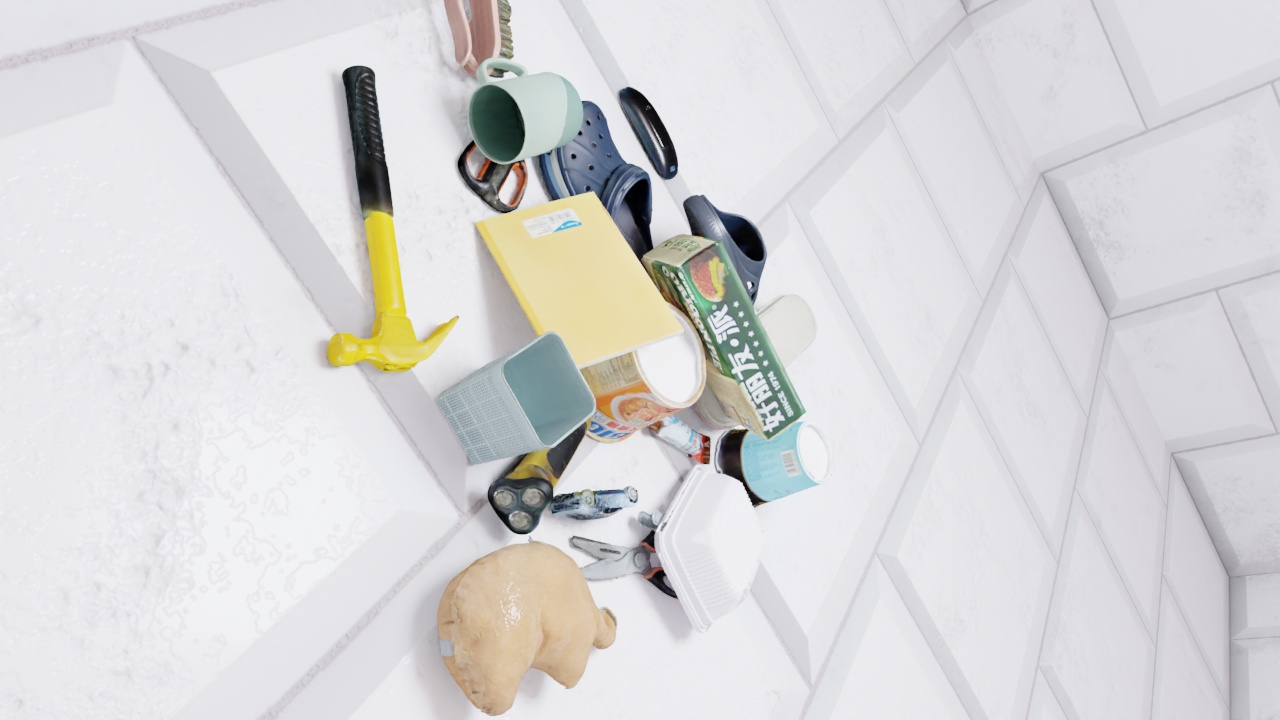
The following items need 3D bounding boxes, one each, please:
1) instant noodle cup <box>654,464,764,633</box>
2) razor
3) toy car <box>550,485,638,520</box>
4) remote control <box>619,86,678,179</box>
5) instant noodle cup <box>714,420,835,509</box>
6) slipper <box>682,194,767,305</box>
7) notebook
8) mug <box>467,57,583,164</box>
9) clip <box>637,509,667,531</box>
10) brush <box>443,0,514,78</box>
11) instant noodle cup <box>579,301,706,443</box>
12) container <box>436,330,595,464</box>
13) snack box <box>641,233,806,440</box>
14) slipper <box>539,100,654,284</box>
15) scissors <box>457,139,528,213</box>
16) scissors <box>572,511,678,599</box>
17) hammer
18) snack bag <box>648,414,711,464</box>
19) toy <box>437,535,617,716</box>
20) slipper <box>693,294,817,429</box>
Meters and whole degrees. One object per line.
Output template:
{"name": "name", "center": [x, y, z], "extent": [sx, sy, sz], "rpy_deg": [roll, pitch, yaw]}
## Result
{"name": "instant noodle cup", "center": [0.089, 0.207, 1.047], "extent": [0.138, 0.060, 0.173], "rpy_deg": [65, 27, -15]}
{"name": "razor", "center": [-0.092, 0.101, 0.918], "extent": [0.062, 0.068, 0.167], "rpy_deg": [57, 35, -16]}
{"name": "toy car", "center": [-0.046, 0.150, 0.956], "extent": [0.105, 0.049, 0.031], "rpy_deg": [3, 76, -48]}
{"name": "remote control", "center": [0.017, -0.310, 1.239], "extent": [0.053, 0.024, 0.136], "rpy_deg": [-42, 106, -47]}
{"name": "instant noodle cup", "center": [0.175, 0.126, 1.160], "extent": [0.111, 0.121, 0.111], "rpy_deg": [22, 59, -42]}
{"name": "slipper", "center": [0.120, -0.134, 1.147], "extent": [0.110, 0.083, 0.268], "rpy_deg": [62, 3, 21]}
{"name": "notebook", "center": [-0.065, -0.087, 0.956], "extent": [0.145, 0.010, 0.206], "rpy_deg": [-20, 63, -25]}
{"name": "mug", "center": [-0.127, -0.276, 0.988], "extent": [0.106, 0.082, 0.112], "rpy_deg": [-33, 93, -47]}
{"name": "clip", "center": [0.020, 0.183, 1.022], "extent": [0.057, 0.028, 0.024], "rpy_deg": [34, 50, -40]}
{"name": "brush", "center": [-0.183, -0.379, 1.013], "extent": [0.073, 0.063, 0.145], "rpy_deg": [9, 70, -51]}
{"name": "instant noodle cup", "center": [-0.006, 0.006, 1.012], "extent": [0.151, 0.112, 0.151], "rpy_deg": [22, 59, -42]}
{"name": "container", "center": [-0.121, 0.040, 0.867], "extent": [0.089, 0.112, 0.090], "rpy_deg": [-39, 104, -50]}
{"name": "snack box", "center": [0.096, -0.028, 1.063], "extent": [0.063, 0.114, 0.240], "rpy_deg": [-33, 110, -11]}
{"name": "slipper", "center": [-0.035, -0.187, 1.078], "extent": [0.104, 0.095, 0.253], "rpy_deg": [-28, 100, -52]}
{"name": "scissors", "center": [-0.147, -0.270, 1.038], "extent": [0.125, 0.022, 0.234], "rpy_deg": [25, 57, -40]}
{"name": "scissors", "center": [0.009, 0.214, 1.019], "extent": [0.197, 0.015, 0.213], "rpy_deg": [55, 43, -17]}
{"name": "hammer", "center": [-0.245, -0.134, 0.862], "extent": [0.128, 0.033, 0.300], "rpy_deg": [2, 73, -49]}
{"name": "snack bag", "center": [0.047, 0.088, 1.106], "extent": [0.104, 0.026, 0.048], "rpy_deg": [38, 37, -33]}
{"name": "toy", "center": [-0.090, 0.235, 0.853], "extent": [0.225, 0.083, 0.143], "rpy_deg": [2, 79, -51]}
{"name": "slipper", "center": [0.149, -0.002, 1.234], "extent": [0.273, 0.055, 0.114], "rpy_deg": [-43, 103, -38]}
